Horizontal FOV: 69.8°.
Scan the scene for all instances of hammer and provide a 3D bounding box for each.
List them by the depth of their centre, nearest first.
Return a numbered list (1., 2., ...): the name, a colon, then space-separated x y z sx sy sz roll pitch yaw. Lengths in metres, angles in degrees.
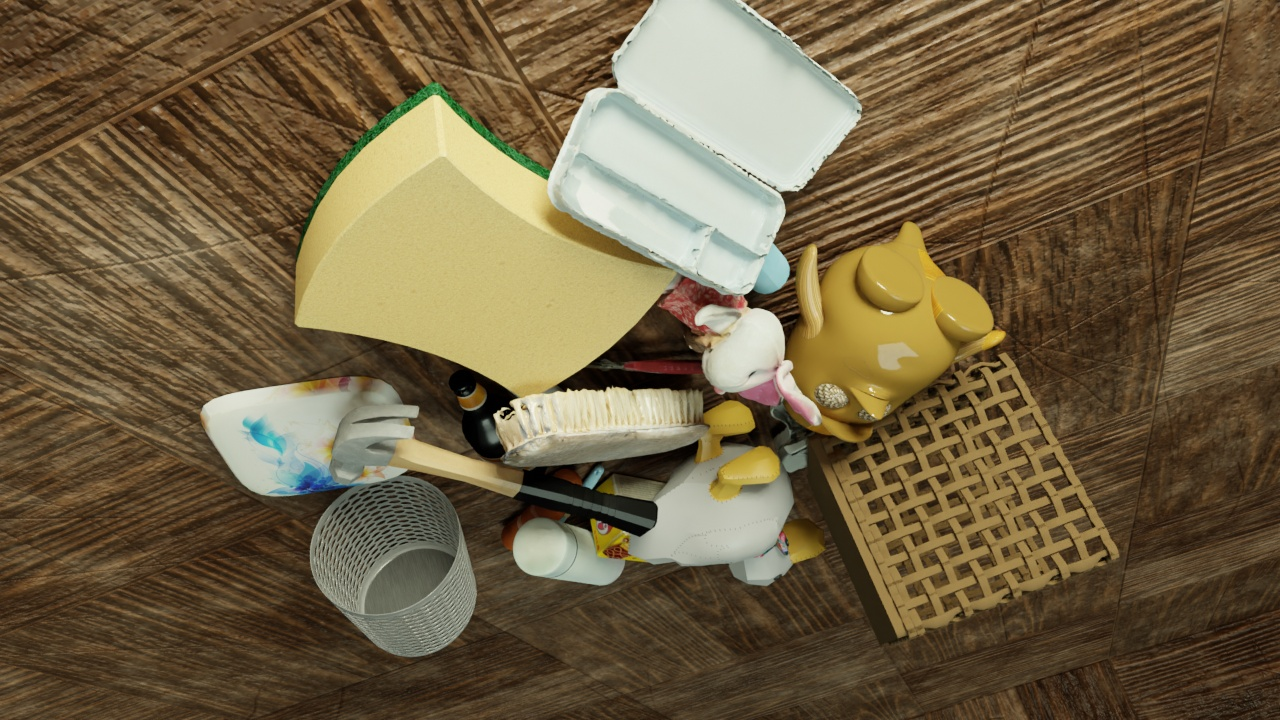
1. hammer: -0.136 0.118 0.907 0.328 0.039 0.131 19 144 -20

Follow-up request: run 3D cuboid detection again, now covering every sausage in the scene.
1. sausage: -0.117 0.181 1.104 0.044 0.039 0.165 10 139 -34

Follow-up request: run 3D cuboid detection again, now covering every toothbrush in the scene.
1. toothbrush: -0.077 0.170 1.122 0.016 0.022 0.155 -42 170 -45

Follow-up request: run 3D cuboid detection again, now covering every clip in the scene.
1. clip: 0.208 0.082 1.068 0.125 0.074 0.143 -32 146 20

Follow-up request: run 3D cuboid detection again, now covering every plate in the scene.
1. plate: -0.325 0.084 0.919 0.187 0.016 0.187 -8 144 -7

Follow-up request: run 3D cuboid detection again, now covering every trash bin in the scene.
1. trash bin: -0.268 0.241 1.040 0.156 0.156 0.184 -9 147 -6

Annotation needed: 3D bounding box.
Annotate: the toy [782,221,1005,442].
1. toy: 0.203 -0.006 0.845 0.198 0.162 0.204 22 133 -11

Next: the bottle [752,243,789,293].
1. bottle: 0.084 -0.102 0.780 0.040 0.040 0.130 -29 142 20

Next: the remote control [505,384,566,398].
1. remote control: -0.111 0.023 0.908 0.045 0.008 0.146 -14 147 23

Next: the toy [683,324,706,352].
1. toy: 0.085 -0.024 0.890 0.101 0.041 0.055 22 113 -30

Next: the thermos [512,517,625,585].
1. thermos: -0.082 0.236 1.120 0.068 0.068 0.230 -21 160 10

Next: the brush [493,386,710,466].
1. brush: -0.027 0.063 0.886 0.083 0.056 0.270 -26 163 36

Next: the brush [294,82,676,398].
1. brush: -0.121 -0.077 0.716 0.250 0.075 0.196 22 132 -40

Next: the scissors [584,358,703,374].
1. scissors: -0.001 0.006 0.897 0.187 0.015 0.147 0 -178 -41

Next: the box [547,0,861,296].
1. box: 0.050 -0.156 0.670 0.209 0.061 0.193 19 103 -39

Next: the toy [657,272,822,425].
1. toy: 0.077 -0.020 0.802 0.084 0.159 0.194 -46 103 -4

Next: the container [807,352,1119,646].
1. container: 0.323 0.164 0.994 0.214 0.219 0.252 -22 159 3

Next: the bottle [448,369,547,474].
1. bottle: -0.147 0.066 0.918 0.059 0.059 0.182 -17 145 4

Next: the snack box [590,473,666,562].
1. snack box: -0.004 0.195 1.123 0.105 0.083 0.061 15 137 -36

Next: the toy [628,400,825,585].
1. toy: 0.104 0.181 1.061 0.246 0.140 0.268 -15 133 -10
